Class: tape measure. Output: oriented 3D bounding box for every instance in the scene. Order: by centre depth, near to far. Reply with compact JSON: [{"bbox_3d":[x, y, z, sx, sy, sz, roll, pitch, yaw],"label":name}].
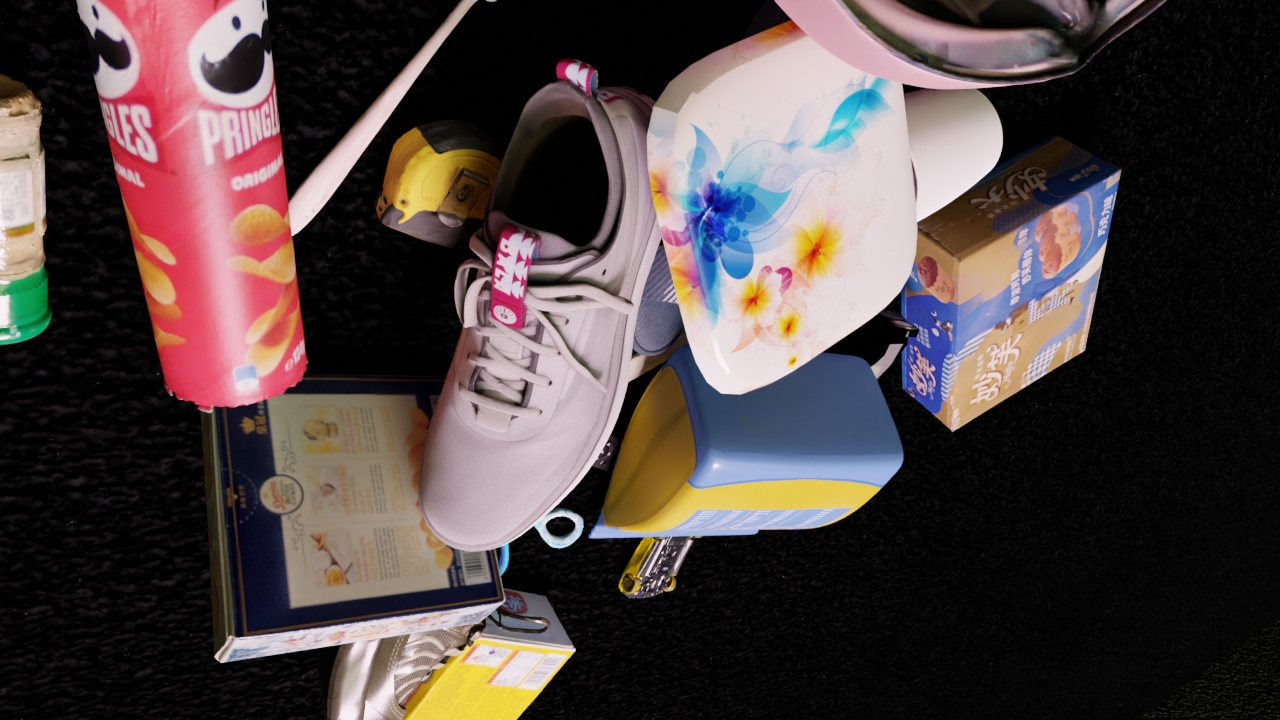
[{"bbox_3d":[-0.099,-0.092,0.481,0.065,0.037,0.064,15,116,-42],"label":"tape measure"}]

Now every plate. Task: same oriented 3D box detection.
[{"bbox_3d":[0.091,-0.086,0.503,0.186,0.016,0.187,-31,120,-28],"label":"plate"}]

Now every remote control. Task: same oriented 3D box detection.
[{"bbox_3d":[-0.014,0.074,0.702,0.140,0.009,0.030,27,107,-45],"label":"remote control"}]

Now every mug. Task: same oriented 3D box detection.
[{"bbox_3d":[0.178,-0.131,0.621,0.087,0.081,0.114,-27,169,-24],"label":"mug"}]

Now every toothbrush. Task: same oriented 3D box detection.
[{"bbox_3d":[-0.123,-0.127,0.451,0.181,0.018,0.015,-47,137,10],"label":"toothbrush"}]

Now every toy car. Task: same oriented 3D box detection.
[{"bbox_3d":[0.018,0.162,0.784,0.049,0.030,0.107,10,117,-38],"label":"toy car"}]

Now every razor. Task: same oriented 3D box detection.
[{"bbox_3d":[0.153,0.019,0.743,0.060,0.057,0.156,36,102,-14],"label":"razor"}]

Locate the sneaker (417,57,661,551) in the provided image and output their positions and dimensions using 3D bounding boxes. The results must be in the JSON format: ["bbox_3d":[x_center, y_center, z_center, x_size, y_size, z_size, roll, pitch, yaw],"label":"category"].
[{"bbox_3d":[-0.055,-0.021,0.459,0.128,0.097,0.263,-1,112,-78],"label":"sneaker"}]

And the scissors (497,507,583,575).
[{"bbox_3d":[-0.102,0.120,0.680,0.114,0.013,0.140,-34,140,-3],"label":"scissors"}]

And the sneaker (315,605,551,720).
[{"bbox_3d":[-0.145,0.172,0.631,0.142,0.101,0.238,0,119,-27],"label":"sneaker"}]

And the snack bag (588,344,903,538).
[{"bbox_3d":[0.065,0.084,0.675,0.158,0.102,0.206,3,144,-24],"label":"snack bag"}]

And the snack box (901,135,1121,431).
[{"bbox_3d":[0.298,-0.058,0.761,0.155,0.069,0.203,-28,137,-10],"label":"snack box"}]

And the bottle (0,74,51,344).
[{"bbox_3d":[-0.273,-0.062,0.384,0.043,0.043,0.111,-3,126,-33],"label":"bottle"}]

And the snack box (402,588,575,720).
[{"bbox_3d":[-0.167,0.283,0.736,0.110,0.061,0.230,26,108,-45],"label":"snack box"}]

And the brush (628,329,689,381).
[{"bbox_3d":[-0.004,0.004,0.649,0.217,0.012,0.033,-28,136,-10],"label":"brush"}]

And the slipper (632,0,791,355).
[{"bbox_3d":[0.072,-0.104,0.540,0.101,0.082,0.264,1,122,-55],"label":"slipper"}]

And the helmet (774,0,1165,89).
[{"bbox_3d":[0.147,-0.247,0.419,0.230,0.152,0.255,29,89,-19],"label":"helmet"}]

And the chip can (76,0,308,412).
[{"bbox_3d":[-0.191,-0.087,0.399,0.073,0.073,0.233,-12,132,-26],"label":"chip can"}]

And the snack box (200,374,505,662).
[{"bbox_3d":[-0.160,0.079,0.508,0.144,0.144,0.043,2,151,-35],"label":"snack box"}]
